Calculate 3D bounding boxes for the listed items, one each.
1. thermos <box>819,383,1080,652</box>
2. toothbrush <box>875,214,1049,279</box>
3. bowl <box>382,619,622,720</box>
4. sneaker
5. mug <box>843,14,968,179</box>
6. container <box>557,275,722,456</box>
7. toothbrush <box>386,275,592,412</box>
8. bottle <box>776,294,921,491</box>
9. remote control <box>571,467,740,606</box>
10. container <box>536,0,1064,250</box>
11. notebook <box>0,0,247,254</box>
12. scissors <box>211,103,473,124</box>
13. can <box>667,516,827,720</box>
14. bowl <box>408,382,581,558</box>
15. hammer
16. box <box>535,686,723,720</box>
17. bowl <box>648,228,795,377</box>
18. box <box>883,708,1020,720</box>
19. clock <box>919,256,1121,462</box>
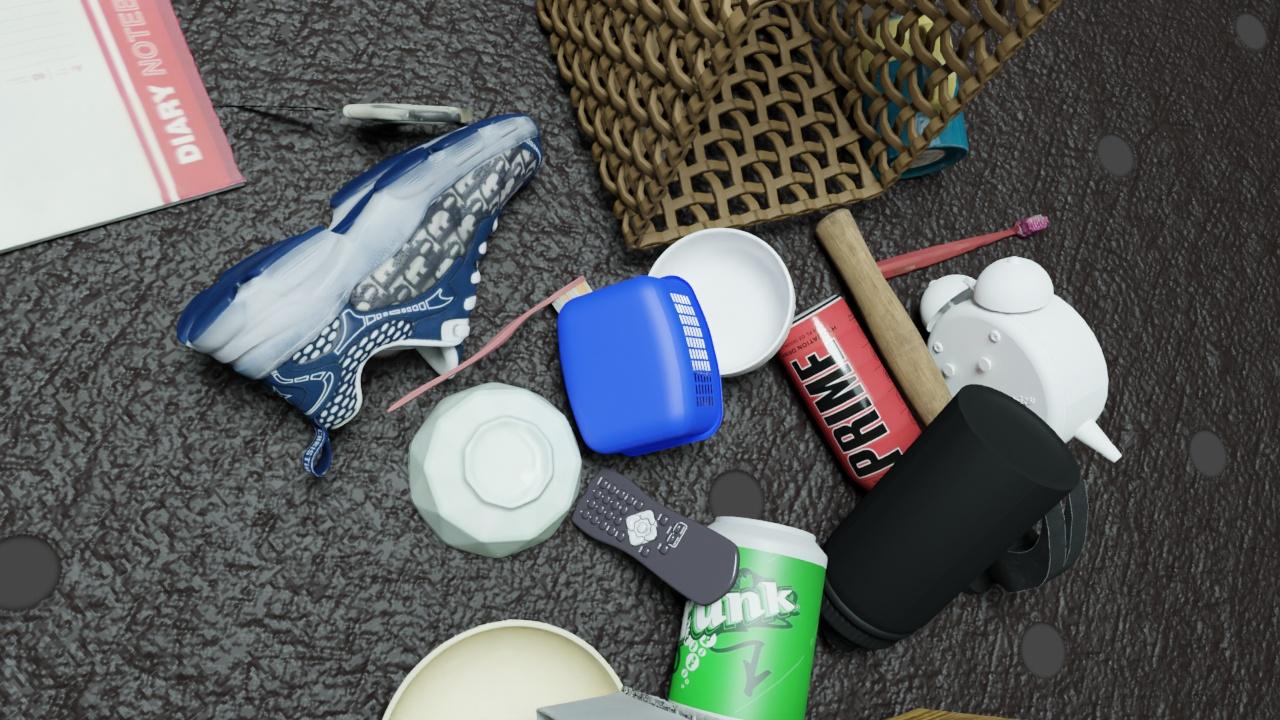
[{"bbox_3d":[0.185,0.116,0.607,0.086,0.199,0.086,20,35,-15],"label":"thermos"},{"bbox_3d":[0.261,-0.093,0.757,0.189,0.016,0.016,-17,85,-20],"label":"toothbrush"},{"bbox_3d":[-0.084,0.231,0.550,0.150,0.075,0.150,4,77,-17],"label":"bowl"},{"bbox_3d":[-0.146,-0.054,0.591,0.268,0.103,0.132,-47,117,-31],"label":"sneaker"},{"bbox_3d":[0.212,-0.209,0.715,0.083,0.114,0.107,-6,83,-6],"label":"mug"},{"bbox_3d":[-0.004,0.003,0.607,0.096,0.058,0.114,-16,83,24],"label":"container"},{"bbox_3d":[-0.093,-0.011,0.599,0.183,0.015,0.015,-38,96,-41],"label":"toothbrush"},{"bbox_3d":[0.164,0.042,0.674,0.062,0.062,0.176,-30,89,-21],"label":"bottle"},{"bbox_3d":[0.009,0.114,0.597,0.124,0.009,0.046,27,81,31],"label":"remote control"},{"bbox_3d":[0.082,-0.242,0.591,0.219,0.252,0.214,-15,74,-20],"label":"container"},{"bbox_3d":[-0.365,-0.185,0.583,0.152,0.012,0.208,-22,86,-21],"label":"notebook"},{"bbox_3d":[-0.186,-0.165,0.611,0.154,0.163,0.012,-20,116,-53],"label":"scissors"},{"bbox_3d":[0.070,0.179,0.603,0.087,0.088,0.139,16,74,-14],"label":"can"},{"bbox_3d":[-0.089,0.068,0.591,0.117,0.061,0.117,3,79,-16],"label":"bowl"},{"bbox_3d":[0.214,0.022,0.678,0.040,0.133,0.305,-21,77,-23],"label":"hammer"},{"bbox_3d":[-0.012,0.225,0.292,0.119,0.479,0.166,-9,78,3],"label":"box"},{"bbox_3d":[0.058,-0.038,0.651,0.105,0.054,0.105,-2,84,14],"label":"bowl"},{"bbox_3d":[0.176,0.338,0.498,0.278,0.168,0.244,19,72,-54],"label":"box"},{"bbox_3d":[0.268,0.009,0.680,0.072,0.125,0.161,-24,92,-21],"label":"clock"}]
